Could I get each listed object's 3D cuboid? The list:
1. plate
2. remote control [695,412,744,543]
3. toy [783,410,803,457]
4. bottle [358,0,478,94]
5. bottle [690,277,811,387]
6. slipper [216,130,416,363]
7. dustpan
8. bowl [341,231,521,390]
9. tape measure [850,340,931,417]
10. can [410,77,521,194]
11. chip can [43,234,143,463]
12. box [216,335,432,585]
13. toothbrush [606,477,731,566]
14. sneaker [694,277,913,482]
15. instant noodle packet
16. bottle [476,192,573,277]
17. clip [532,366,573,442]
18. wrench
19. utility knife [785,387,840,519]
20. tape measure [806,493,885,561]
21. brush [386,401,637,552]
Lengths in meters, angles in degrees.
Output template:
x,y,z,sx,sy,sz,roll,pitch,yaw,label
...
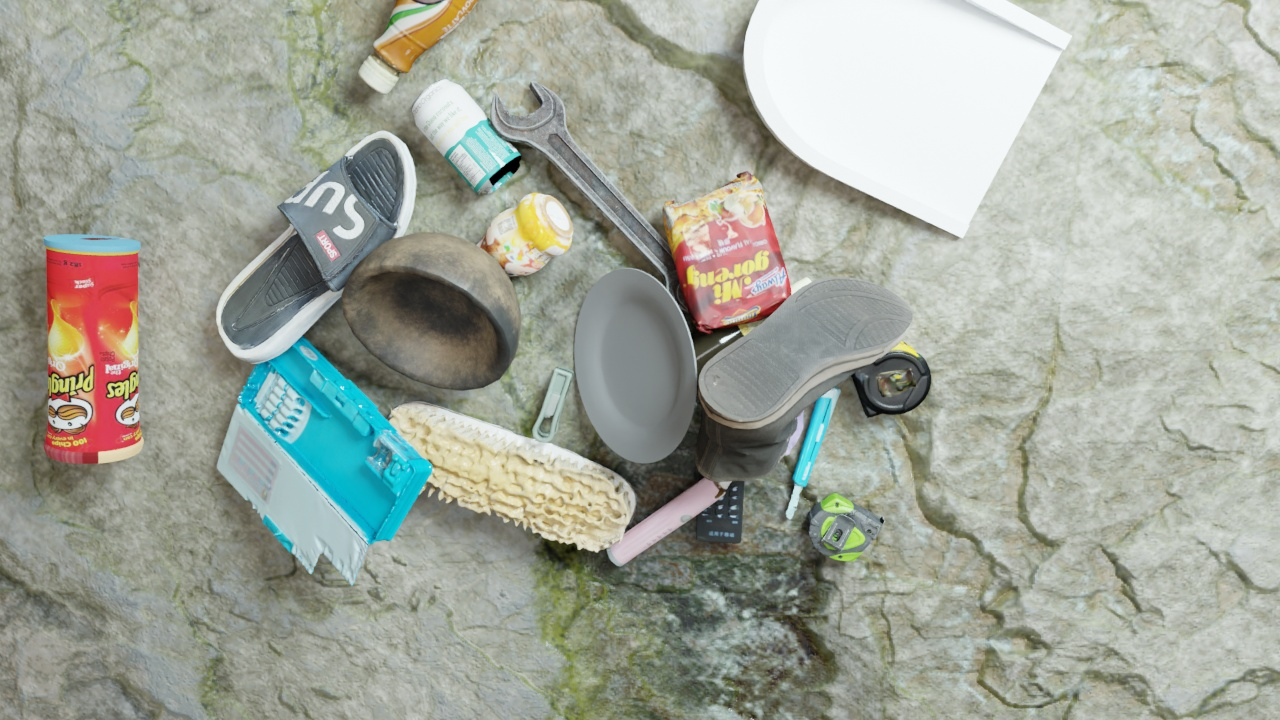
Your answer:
x,y,z,sx,sy,sz,roll,pitch,yaw,label
-0.005,0.005,0.838,0.012,0.179,0.178,-8,106,-38,plate
0.081,0.106,0.907,0.047,0.022,0.150,4,101,5,remote control
0.128,0.036,0.874,0.080,0.036,0.099,24,92,-12,toy
-0.190,-0.312,0.817,0.059,0.059,0.167,41,103,-5,bottle
0.084,-0.021,0.866,0.184,0.045,0.045,-33,98,5,bottle
-0.312,-0.105,0.858,0.264,0.063,0.111,-42,72,14,slipper
0.215,-0.246,0.797,0.258,0.053,0.192,25,104,-1,dustpan
-0.184,-0.051,0.842,0.162,0.070,0.162,11,140,9,bowl
0.234,0.016,0.862,0.072,0.042,0.071,-22,96,7,tape measure
-0.159,-0.204,0.841,0.055,0.055,0.101,-40,96,12,can
-0.539,-0.012,0.904,0.087,0.087,0.213,8,102,3,chip can
-0.320,0.104,0.889,0.227,0.039,0.182,39,106,23,box
0.053,0.135,0.890,0.223,0.027,0.026,-39,53,24,toothbrush
0.142,0.015,0.816,0.234,0.120,0.095,-37,64,-27,sneaker
0.079,-0.096,0.836,0.098,0.040,0.135,-15,83,-1,instant noodle packet
-0.117,-0.108,0.856,0.109,0.063,0.063,-29,99,25,bottle
-0.086,0.043,0.905,0.023,0.037,0.075,19,99,2,clip
-0.030,-0.149,0.848,0.273,0.010,0.070,46,67,-7,wrench
0.166,0.092,0.899,0.022,0.015,0.141,5,107,-28,utility knife
0.196,0.167,0.901,0.065,0.035,0.059,26,104,-2,tape measure
-0.135,0.113,0.909,0.271,0.056,0.083,21,104,1,brush
